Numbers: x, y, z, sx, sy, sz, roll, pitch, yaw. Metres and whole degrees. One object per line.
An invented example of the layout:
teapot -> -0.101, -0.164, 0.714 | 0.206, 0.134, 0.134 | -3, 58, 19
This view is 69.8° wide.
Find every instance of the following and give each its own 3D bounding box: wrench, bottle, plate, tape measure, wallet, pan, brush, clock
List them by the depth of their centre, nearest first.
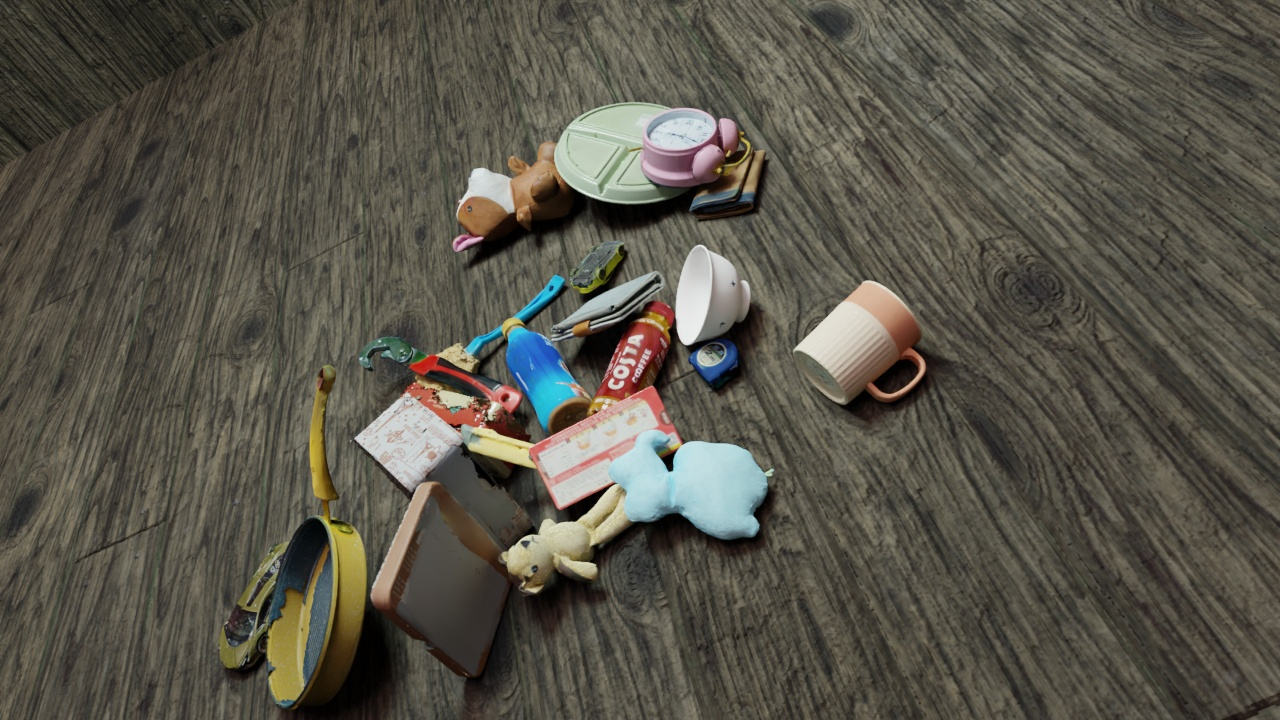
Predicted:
pan -> -0.341, 0.185, 0.966 | 0.198, 0.078, 0.357 | 12, 87, 55
tape measure -> 0.088, 0.002, 1.052 | 0.054, 0.025, 0.058 | -34, 46, -5
bottle -> -0.006, 0.006, 1.078 | 0.058, 0.057, 0.174 | 2, 52, 31
bottle -> -0.124, 0.012, 1.134 | 0.065, 0.065, 0.218 | -35, 43, -3
wallet -> -0.042, -0.060, 1.134 | 0.130, 0.037, 0.106 | -18, 18, 46
wrench -> -0.260, 0.017, 1.184 | 0.274, 0.016, 0.056 | 16, 66, 29
brush -> -0.200, -0.031, 1.244 | 0.254, 0.046, 0.083 | -42, 40, -16
clock -> 0.073, -0.289, 1.250 | 0.159, 0.060, 0.117 | 17, 52, 21
wallet -> 0.122, -0.244, 1.259 | 0.090, 0.033, 0.115 | -5, 45, 28
plate -> -0.011, -0.308, 1.334 | 0.230, 0.028, 0.229 | 0, 49, 0

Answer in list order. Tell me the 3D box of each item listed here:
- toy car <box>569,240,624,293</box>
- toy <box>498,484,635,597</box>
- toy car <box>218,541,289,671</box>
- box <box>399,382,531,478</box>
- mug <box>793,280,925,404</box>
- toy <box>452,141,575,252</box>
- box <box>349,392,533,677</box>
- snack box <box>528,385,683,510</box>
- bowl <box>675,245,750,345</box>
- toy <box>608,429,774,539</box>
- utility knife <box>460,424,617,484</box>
toy car -> -0.056, -0.127, 1.251 | 0.048, 0.032, 0.105 | 1, 40, 31
toy -> -0.068, 0.181, 0.947 | 0.157, 0.066, 0.105 | -31, 44, -21
toy car -> -0.443, 0.288, 1.083 | 0.070, 0.042, 0.157 | 1, 54, 31
box -> -0.219, 0.076, 1.111 | 0.169, 0.091, 0.076 | 9, 59, 35
mug -> 0.233, -0.007, 0.946 | 0.105, 0.082, 0.114 | -41, 73, -8
toy -> -0.200, -0.245, 1.384 | 0.200, 0.130, 0.139 | -22, 38, 24
box -> -0.198, 0.171, 0.948 | 0.134, 0.179, 0.270 | -25, 42, 4
snack box -> -0.037, 0.094, 0.993 | 0.153, 0.025, 0.075 | -27, 86, -5
bowl -> 0.090, -0.072, 1.081 | 0.064, 0.119, 0.118 | 7, 42, -16
toy -> 0.055, 0.124, 0.932 | 0.156, 0.050, 0.161 | -25, 52, -1
utility knife -> -0.103, 0.108, 1.015 | 0.205, 0.021, 0.031 | 15, 80, 0
